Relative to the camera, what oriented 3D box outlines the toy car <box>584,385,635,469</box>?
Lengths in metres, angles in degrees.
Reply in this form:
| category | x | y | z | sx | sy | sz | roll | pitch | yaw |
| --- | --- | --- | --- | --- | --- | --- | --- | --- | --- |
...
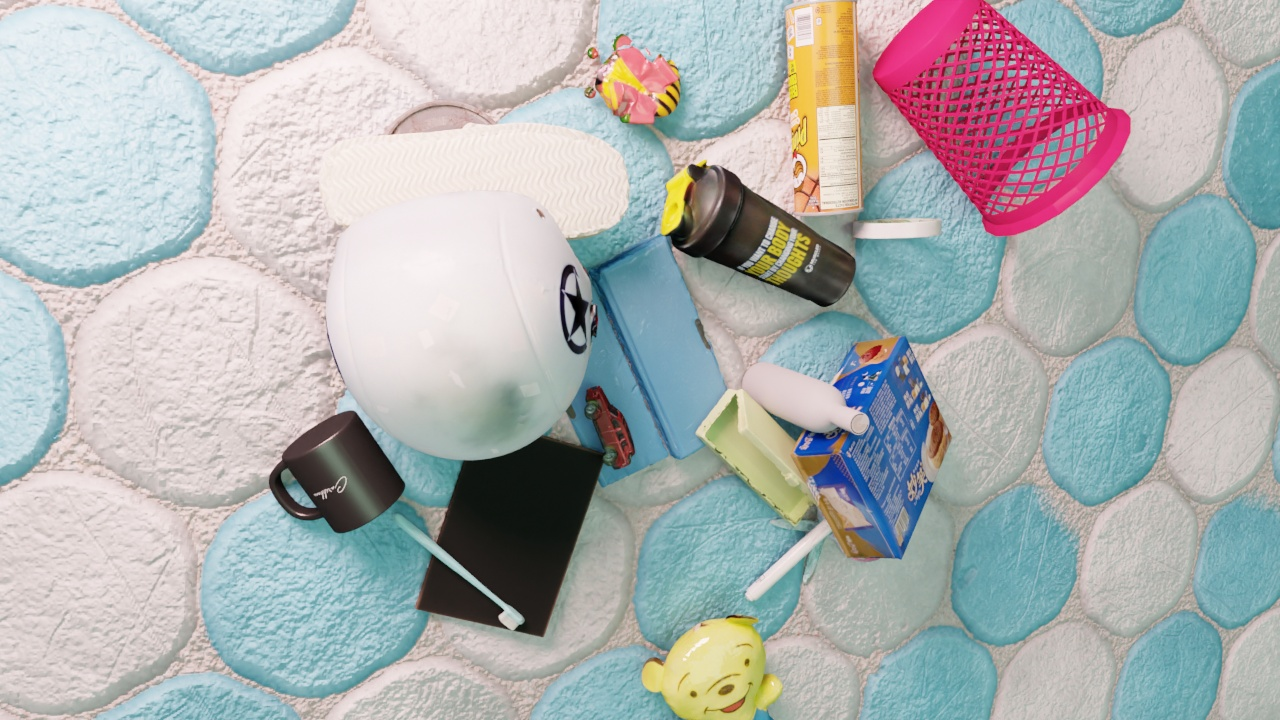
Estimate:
| category | x | y | z | sx | sy | sz | roll | pitch | yaw |
| --- | --- | --- | --- | --- | --- | --- | --- | --- | --- |
| toy car | -0.033 | 0.068 | 0.946 | 0.036 | 0.042 | 0.091 | -23 | 109 | 6 |

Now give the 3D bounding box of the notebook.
| category | x | y | z | sx | sy | sz | roll | pitch | yaw |
| --- | --- | --- | --- | --- | --- | --- | --- | --- | --- |
| notebook | -0.135 | 0.177 | 0.962 | 0.141 | 0.008 | 0.209 | 18 | 93 | -17 |

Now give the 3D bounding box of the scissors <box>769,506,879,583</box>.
| category | x | y | z | sx | sy | sz | roll | pitch | yaw |
| --- | --- | --- | --- | --- | --- | --- | --- | --- | --- |
| scissors | 0.234 | 0.191 | 1.109 | 0.170 | 0.013 | 0.172 | 11 | 99 | -18 |

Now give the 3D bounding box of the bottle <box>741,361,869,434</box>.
| category | x | y | z | sx | sy | sz | roll | pitch | yaw |
| --- | --- | --- | --- | --- | --- | --- | --- | --- | --- |
| bottle | 0.173 | 0.043 | 0.957 | 0.052 | 0.195 | 0.052 | -4 | 101 | -20 |

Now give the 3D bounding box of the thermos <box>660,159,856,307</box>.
| category | x | y | z | sx | sy | sz | roll | pitch | yaw |
| --- | --- | --- | --- | --- | --- | --- | --- | --- | --- |
| thermos | 0.123 | -0.130 | 0.966 | 0.220 | 0.098 | 0.098 | 22 | 92 | -26 |

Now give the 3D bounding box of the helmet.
| category | x | y | z | sx | sy | sz | roll | pitch | yaw |
| --- | --- | --- | --- | --- | --- | --- | --- | --- | --- |
| helmet | -0.152 | -0.004 | 0.800 | 0.236 | 0.163 | 0.264 | -8 | 134 | 1 |

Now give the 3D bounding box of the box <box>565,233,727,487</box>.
| category | x | y | z | sx | sy | sz | roll | pitch | yaw |
| --- | --- | --- | --- | --- | --- | --- | --- | --- | --- |
| box | -0.005 | 0.007 | 0.967 | 0.176 | 0.048 | 0.232 | -29 | 109 | -12 |

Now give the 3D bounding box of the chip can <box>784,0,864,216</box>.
| category | x | y | z | sx | sy | sz | roll | pitch | yaw |
| --- | --- | --- | --- | --- | --- | --- | --- | --- | --- |
| chip can | 0.195 | -0.265 | 0.973 | 0.075 | 0.075 | 0.215 | -9 | 103 | -19 |

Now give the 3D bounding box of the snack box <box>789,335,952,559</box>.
| category | x | y | z | sx | sy | sz | roll | pitch | yaw |
| --- | --- | --- | --- | --- | --- | --- | --- | --- | --- |
| snack box | 0.262 | 0.094 | 1.017 | 0.155 | 0.069 | 0.202 | 58 | 46 | -21 |

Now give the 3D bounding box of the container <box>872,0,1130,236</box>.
| category | x | y | z | sx | sy | sz | roll | pitch | yaw |
| --- | --- | --- | --- | --- | --- | --- | --- | --- | --- |
| container | 0.376 | -0.278 | 0.996 | 0.225 | 0.183 | 0.183 | 39 | 85 | -15 |

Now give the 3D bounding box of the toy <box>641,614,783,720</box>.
| category | x | y | z | sx | sy | sz | roll | pitch | yaw |
| --- | --- | --- | --- | --- | --- | --- | --- | --- | --- |
| toy | 0.092 | 0.391 | 1.056 | 0.148 | 0.084 | 0.214 | -25 | 106 | -16 |

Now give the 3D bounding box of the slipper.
| category | x | y | z | sx | sy | sz | roll | pitch | yaw |
| --- | --- | --- | --- | --- | --- | --- | --- | --- | --- |
| slipper | -0.146 | -0.157 | 0.828 | 0.272 | 0.054 | 0.114 | -1 | 99 | -12 |

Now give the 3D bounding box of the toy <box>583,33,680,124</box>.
| category | x | y | z | sx | sy | sz | roll | pitch | yaw |
| --- | --- | --- | --- | --- | --- | --- | --- | --- | --- |
| toy | -0.003 | -0.276 | 0.915 | 0.103 | 0.046 | 0.084 | 3 | 86 | -26 |

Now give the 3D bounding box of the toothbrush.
| category | x | y | z | sx | sy | sz | roll | pitch | yaw |
| --- | --- | --- | --- | --- | --- | --- | --- | --- | --- |
| toothbrush | -0.187 | 0.217 | 0.940 | 0.016 | 0.016 | 0.180 | -42 | 107 | 3 |

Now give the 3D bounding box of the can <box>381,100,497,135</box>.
| category | x | y | z | sx | sy | sz | roll | pitch | yaw |
| --- | --- | --- | --- | --- | --- | --- | --- | --- | --- |
| can | -0.184 | -0.176 | 0.864 | 0.129 | 0.044 | 0.130 | -4 | 101 | -20 |

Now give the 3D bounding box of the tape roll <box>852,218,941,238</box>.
| category | x | y | z | sx | sy | sz | roll | pitch | yaw |
| --- | --- | --- | --- | --- | --- | --- | --- | --- | --- |
| tape roll | 0.284 | -0.147 | 1.018 | 0.093 | 0.094 | 0.018 | -7 | 102 | -19 |

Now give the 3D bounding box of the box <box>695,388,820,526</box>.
| category | x | y | z | sx | sy | sz | roll | pitch | yaw |
| --- | --- | --- | --- | --- | --- | --- | --- | --- | --- |
| box | 0.148 | 0.109 | 1.013 | 0.188 | 0.091 | 0.077 | 42 | 58 | -28 |

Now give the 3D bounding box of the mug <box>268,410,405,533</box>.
| category | x | y | z | sx | sy | sz | roll | pitch | yaw |
| --- | --- | --- | --- | --- | --- | --- | --- | --- | --- |
| mug | -0.294 | 0.111 | 0.866 | 0.114 | 0.078 | 0.088 | -24 | 110 | 12 |

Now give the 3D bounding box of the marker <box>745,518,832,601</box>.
| category | x | y | z | sx | sy | sz | roll | pitch | yaw |
| --- | --- | --- | --- | --- | --- | --- | --- | --- | --- |
| marker | 0.176 | 0.237 | 1.084 | 0.133 | 0.020 | 0.017 | -42 | 101 | -2 |
